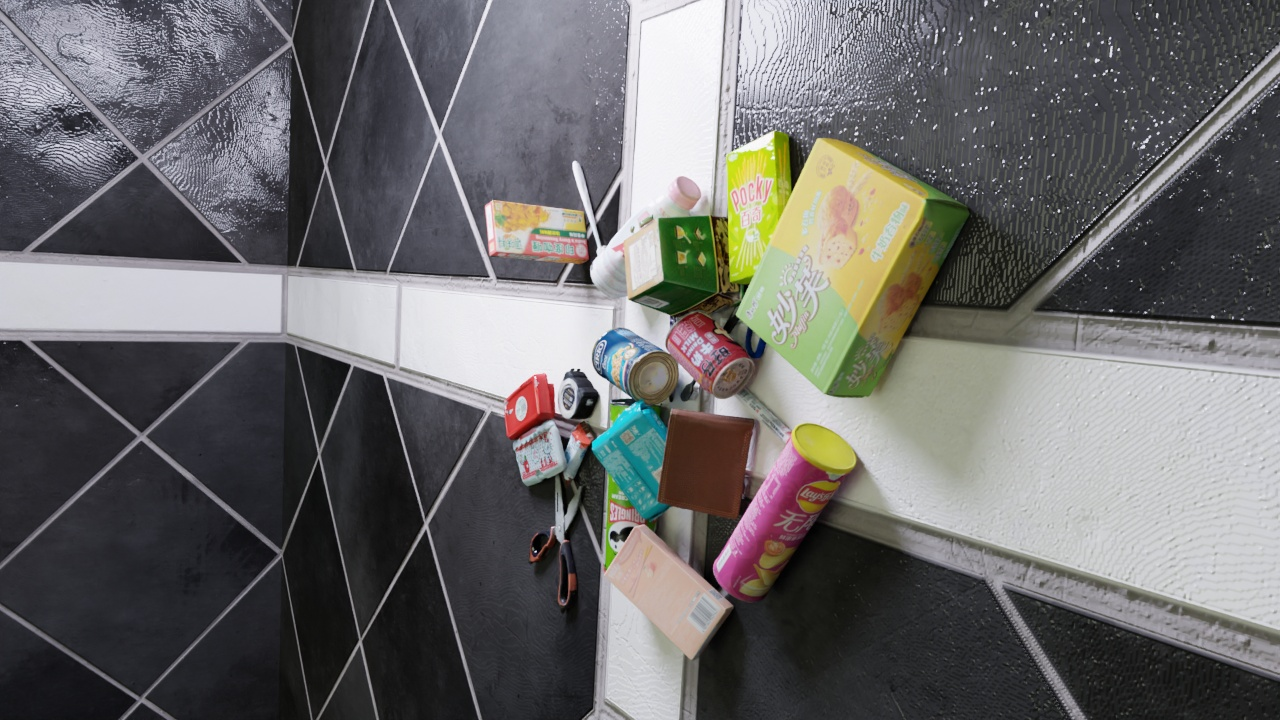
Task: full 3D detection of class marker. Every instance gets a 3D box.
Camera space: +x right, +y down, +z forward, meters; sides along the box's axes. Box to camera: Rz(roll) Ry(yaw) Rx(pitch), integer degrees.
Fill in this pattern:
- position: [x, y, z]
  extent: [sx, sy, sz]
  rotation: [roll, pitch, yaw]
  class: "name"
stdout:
- position: [0.144, 0.065, 1.043]
  extent: [0.145, 0.017, 0.017]
  rotation: [46, 127, 45]
  class: "marker"

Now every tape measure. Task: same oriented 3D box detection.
- position: [-0.096, 0.056, 1.377]
  extent: [0.065, 0.033, 0.066]
  rotation: [55, 131, 42]
  class: "tape measure"

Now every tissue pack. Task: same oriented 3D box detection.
- position: [0.007, 0.125, 1.151]
  extent: [0.093, 0.050, 0.133]
  rotation: [-39, 85, 18]
  class: "tissue pack"

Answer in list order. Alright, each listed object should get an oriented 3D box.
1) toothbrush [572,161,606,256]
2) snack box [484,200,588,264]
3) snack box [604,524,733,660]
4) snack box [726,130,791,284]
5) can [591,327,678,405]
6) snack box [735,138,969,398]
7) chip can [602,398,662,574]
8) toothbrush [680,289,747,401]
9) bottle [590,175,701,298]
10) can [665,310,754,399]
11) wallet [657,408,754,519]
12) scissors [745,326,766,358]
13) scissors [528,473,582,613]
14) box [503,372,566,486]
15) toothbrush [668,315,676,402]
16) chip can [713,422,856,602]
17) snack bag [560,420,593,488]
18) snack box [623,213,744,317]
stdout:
- position: [-0.073, -0.222, 1.357]
  extent: [0.016, 0.016, 0.180]
  rotation: [-37, 61, 41]
  class: "toothbrush"
- position: [-0.150, -0.186, 1.344]
  extent: [0.027, 0.155, 0.077]
  rotation: [-19, 74, 52]
  class: "snack box"
- position: [0.033, 0.286, 1.140]
  extent: [0.157, 0.026, 0.084]
  rotation: [39, 109, 26]
  class: "snack box"
- position: [0.134, -0.171, 1.037]
  extent: [0.086, 0.026, 0.156]
  rotation: [-12, 76, 54]
  class: "snack box"
- position: [-0.007, 0.007, 1.201]
  extent: [0.111, 0.075, 0.075]
  rotation: [33, 117, 57]
  class: "can"
- position: [0.200, -0.091, 0.903]
  extent: [0.157, 0.070, 0.210]
  rotation: [47, 123, 44]
  class: "snack box"
- position: [-0.011, 0.170, 1.221]
  extent: [0.072, 0.072, 0.236]
  rotation: [6, 95, 55]
  class: "chip can"
- position: [0.095, -0.017, 1.117]
  extent: [0.015, 0.018, 0.181]
  rotation: [59, 133, 38]
  class: "toothbrush"
- position: [0.008, -0.162, 1.197]
  extent: [0.198, 0.068, 0.068]
  rotation: [-46, 54, 42]
  class: "bottle"
- position: [0.081, -0.006, 1.071]
  extent: [0.094, 0.066, 0.067]
  rotation: [48, 128, 34]
  class: "can"
- position: [0.078, 0.121, 1.086]
  extent: [0.101, 0.032, 0.125]
  rotation: [10, 104, 11]
  class: "wallet"
- position: [0.158, -0.069, 1.026]
  extent: [0.175, 0.012, 0.162]
  rotation: [-59, 44, 35]
  class: "scissors"
- position: [-0.127, 0.284, 1.440]
  extent: [0.226, 0.015, 0.189]
  rotation: [-56, 47, 40]
  class: "scissors"
- position: [-0.171, 0.114, 1.458]
  extent: [0.201, 0.039, 0.158]
  rotation: [146, 118, -63]
  class: "box"
- position: [0.041, -0.039, 1.194]
  extent: [0.014, 0.016, 0.189]
  rotation: [13, 103, 61]
  class: "toothbrush"
- position: [0.151, 0.167, 0.988]
  extent: [0.071, 0.071, 0.211]
  rotation: [55, 134, 39]
  class: "chip can"
- position: [-0.099, 0.142, 1.388]
  extent: [0.048, 0.026, 0.104]
  rotation: [60, 137, 46]
  class: "snack bag"
- position: [0.044, -0.112, 1.102]
  extent: [0.118, 0.105, 0.117]
  rotation: [-26, 66, 55]
  class: "snack box"
